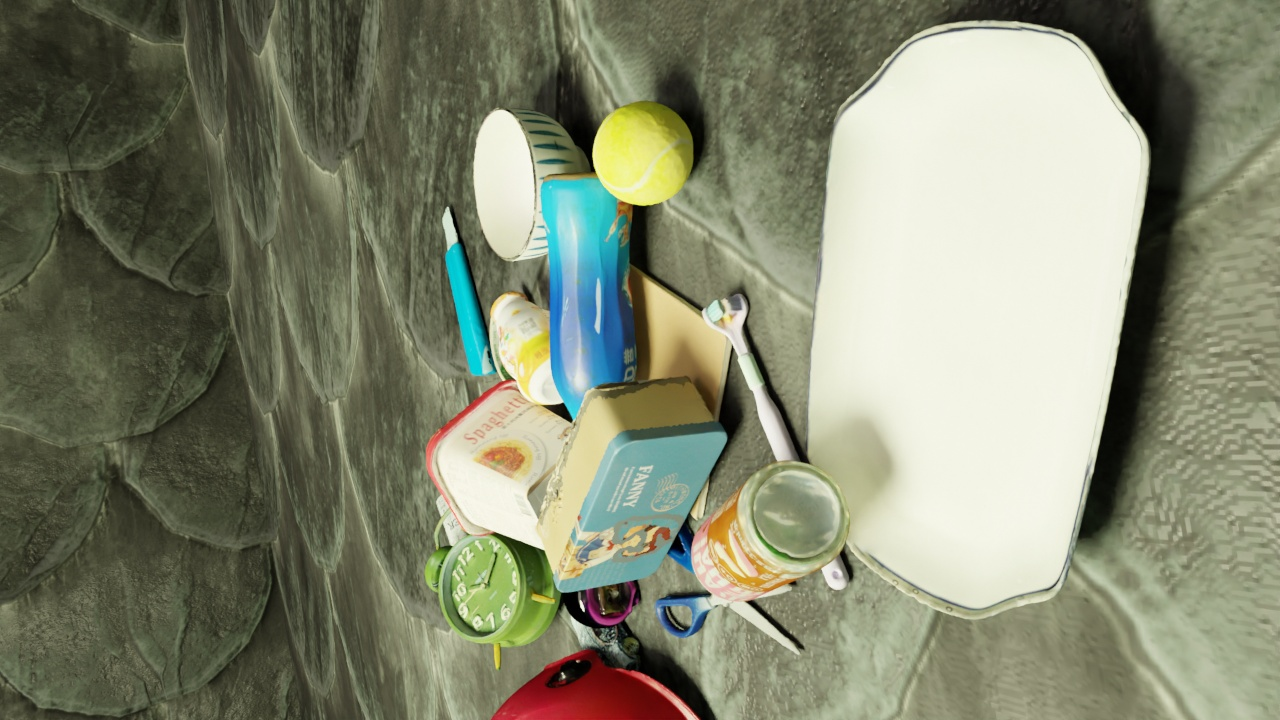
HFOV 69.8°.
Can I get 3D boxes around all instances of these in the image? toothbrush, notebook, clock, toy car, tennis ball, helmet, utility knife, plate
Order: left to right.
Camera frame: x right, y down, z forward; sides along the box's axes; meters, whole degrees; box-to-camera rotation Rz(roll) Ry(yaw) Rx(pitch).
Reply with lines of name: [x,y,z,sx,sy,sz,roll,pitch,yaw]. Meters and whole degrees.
utility knife: [-0.184,-0.072,0.958,0.034,0.018,0.187,-26,76,46]
clock: [-0.148,0.205,0.889,0.116,0.056,0.161,-52,59,13]
helmet: [-0.047,0.350,0.721,0.241,0.143,0.207,-36,78,52]
toy car: [-0.034,0.237,0.791,0.105,0.031,0.049,49,136,42]
notebook: [-0.004,0.004,0.696,0.208,0.008,0.148,39,131,47]
tennis ball: [0.002,-0.133,0.592,0.065,0.065,0.065,24,118,54]
toothbrush: [0.084,0.047,0.555,0.021,0.029,0.189,42,-154,-73]
plate: [0.147,-0.013,0.420,0.162,0.034,0.266,25,119,53]

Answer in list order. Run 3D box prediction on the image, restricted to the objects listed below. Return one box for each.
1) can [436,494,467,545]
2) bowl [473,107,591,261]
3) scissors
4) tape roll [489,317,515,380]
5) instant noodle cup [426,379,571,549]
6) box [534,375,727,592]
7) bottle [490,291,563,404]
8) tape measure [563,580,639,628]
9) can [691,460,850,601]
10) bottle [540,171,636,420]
can: [-0.167,0.203,0.971,0.146,0.058,0.058,65,146,24]
bowl: [-0.080,-0.139,0.723,0.116,0.066,0.116,21,115,55]
scissors: [0.049,0.157,0.651,0.160,0.012,0.164,62,143,26]
tape roll: [-0.121,-0.015,0.875,0.086,0.013,0.086,24,118,54]
instant noodle cup: [-0.095,0.094,0.764,0.124,0.116,0.117,18,140,43]
box: [-0.010,0.083,0.633,0.061,0.089,0.185,63,146,36]
bottle: [-0.087,-0.014,0.759,0.108,0.063,0.063,51,139,40]
tape measure: [-0.032,0.189,0.748,0.039,0.057,0.058,-18,75,58]
can: [0.068,0.101,0.519,0.147,0.058,0.058,109,142,-68]
bottle: [-0.036,-0.025,0.666,0.065,0.065,0.219,18,113,56]
